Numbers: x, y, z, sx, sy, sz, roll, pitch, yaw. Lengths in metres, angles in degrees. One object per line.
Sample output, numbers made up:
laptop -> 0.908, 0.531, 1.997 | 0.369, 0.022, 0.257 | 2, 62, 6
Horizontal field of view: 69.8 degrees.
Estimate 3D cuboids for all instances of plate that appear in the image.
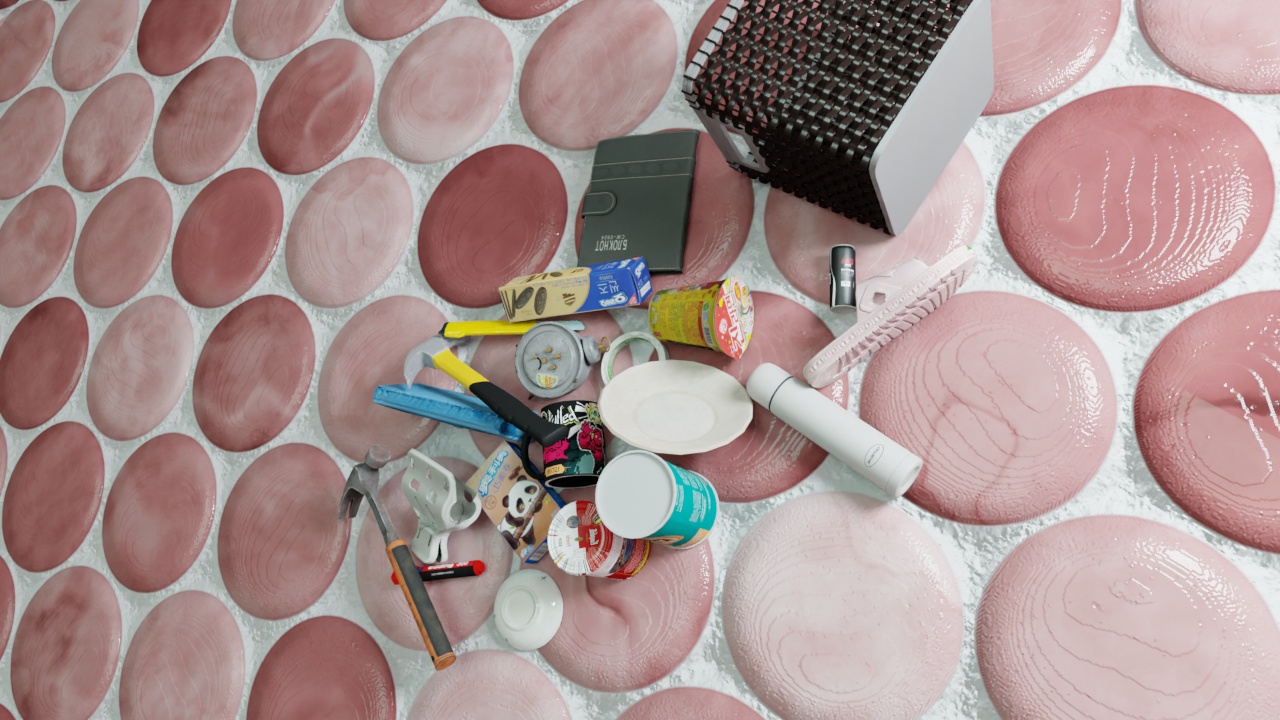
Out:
plate -> -0.153, 0.324, 1.197 | 0.104, 0.026, 0.104 | -8, 72, 24
plate -> 0.042, 0.063, 1.128 | 0.189, 0.027, 0.188 | 0, 35, 0

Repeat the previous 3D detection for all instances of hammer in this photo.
hammer -> -0.333, 0.281, 1.254 | 0.138, 0.034, 0.314 | -50, 59, 31
hammer -> -0.210, 0.038, 1.231 | 0.126, 0.029, 0.324 | -31, 40, -28

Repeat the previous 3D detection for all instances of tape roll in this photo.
tape roll -> -0.007, 0.007, 1.227 | 0.094, 0.018, 0.093 | -8, 72, 23

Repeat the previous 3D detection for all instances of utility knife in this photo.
utility knife -> -0.184, -0.046, 1.305 | 0.217, 0.019, 0.030 | -3, 52, 15

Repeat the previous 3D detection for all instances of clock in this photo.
clock -> -0.106, -0.004, 1.248 | 0.148, 0.056, 0.104 | -17, 81, 20

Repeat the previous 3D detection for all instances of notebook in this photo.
notebook -> -0.006, -0.221, 1.291 | 0.170, 0.029, 0.208 | 1, 74, 25

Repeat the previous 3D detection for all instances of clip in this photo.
clip -> -0.269, 0.203, 1.266 | 0.126, 0.098, 0.152 | 21, 119, 49

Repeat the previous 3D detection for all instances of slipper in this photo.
slipper -> 0.279, -0.062, 1.069 | 0.240, 0.094, 0.064 | -40, 67, 13

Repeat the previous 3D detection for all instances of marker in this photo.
marker -> -0.280, 0.292, 1.270 | 0.145, 0.021, 0.023 | -11, 63, 22

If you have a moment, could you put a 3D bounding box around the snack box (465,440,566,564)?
snack box -> -0.163, 0.190, 1.237 | 0.087, 0.034, 0.151 | -48, 61, 6

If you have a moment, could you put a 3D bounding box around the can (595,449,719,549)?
can -> 0.023, 0.168, 1.092 | 0.099, 0.144, 0.099 | -7, 72, 23

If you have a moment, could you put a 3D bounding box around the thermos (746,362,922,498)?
thermos -> 0.221, 0.076, 1.078 | 0.224, 0.052, 0.052 | 36, 92, 29

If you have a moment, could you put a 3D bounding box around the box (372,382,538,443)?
box -> -0.259, 0.065, 1.288 | 0.232, 0.093, 0.054 | 11, 80, 29

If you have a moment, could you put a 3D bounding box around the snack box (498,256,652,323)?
snack box -> -0.090, -0.098, 1.264 | 0.207, 0.056, 0.057 | -7, 110, 24

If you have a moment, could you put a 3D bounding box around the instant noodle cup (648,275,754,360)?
instant noodle cup -> 0.073, -0.059, 1.170 | 0.113, 0.100, 0.100 | 5, 77, 35

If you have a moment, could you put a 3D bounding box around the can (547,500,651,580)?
can -> -0.049, 0.223, 1.126 | 0.087, 0.116, 0.086 | -7, 72, 23

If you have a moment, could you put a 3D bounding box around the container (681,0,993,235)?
container -> 0.243, -0.322, 1.080 | 0.244, 0.247, 0.245 | 33, 90, 26

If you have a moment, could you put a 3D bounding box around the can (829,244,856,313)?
can -> 0.249, -0.100, 1.129 | 0.032, 0.031, 0.080 | -4, 73, 24

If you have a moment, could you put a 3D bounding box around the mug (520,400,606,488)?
mug -> -0.104, 0.114, 1.203 | 0.118, 0.082, 0.098 | -12, 70, 20
